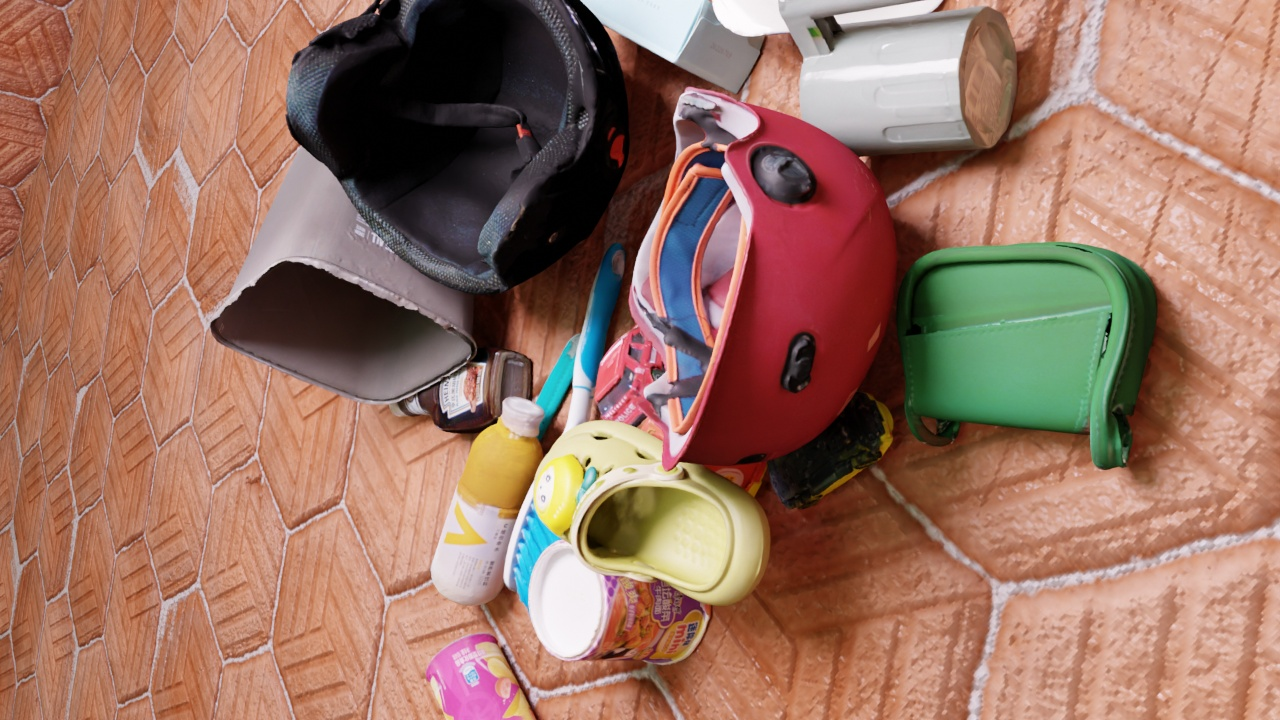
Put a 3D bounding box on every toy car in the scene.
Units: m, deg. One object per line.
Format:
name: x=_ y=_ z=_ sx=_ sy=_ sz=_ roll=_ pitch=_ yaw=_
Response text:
toy car: x=0.124 y=0.059 z=0.599 sx=0.105 sy=0.032 sz=0.048 roll=-47 pitch=54 yaw=44
toy car: x=-0.004 y=0.004 z=0.689 sx=0.053 sy=0.045 sz=0.120 roll=-45 pitch=15 yaw=27

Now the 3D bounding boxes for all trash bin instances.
trash bin: x=-0.260 y=-0.106 z=0.875 sx=0.199 sy=0.199 sz=0.219 roll=-24 pitch=49 yaw=40

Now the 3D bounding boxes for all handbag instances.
handbag: x=0.208 y=-0.006 z=0.506 sx=0.131 sy=0.067 sz=0.120 roll=6 pitch=95 yaw=44

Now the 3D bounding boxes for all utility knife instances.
utility knife: x=-0.098 y=0.066 z=0.829 sx=0.029 sy=0.013 sz=0.222 roll=46 pitch=116 yaw=39

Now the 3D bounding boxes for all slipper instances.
slipper: x=-0.008 y=0.092 z=0.578 sx=0.191 sy=0.081 sz=0.091 roll=17 pitch=94 yaw=41

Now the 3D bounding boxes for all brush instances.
brush: x=-0.047 y=0.064 z=0.756 sx=0.109 sy=0.060 sz=0.315 roll=32 pitch=104 yaw=46

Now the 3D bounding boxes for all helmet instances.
helmet: x=0.080 y=-0.039 z=0.552 sx=0.239 sy=0.144 sz=0.207 roll=-95 pitch=16 yaw=-45
helmet: x=-0.119 y=-0.190 z=0.729 sx=0.233 sy=0.229 sz=0.275 roll=34 pitch=119 yaw=11

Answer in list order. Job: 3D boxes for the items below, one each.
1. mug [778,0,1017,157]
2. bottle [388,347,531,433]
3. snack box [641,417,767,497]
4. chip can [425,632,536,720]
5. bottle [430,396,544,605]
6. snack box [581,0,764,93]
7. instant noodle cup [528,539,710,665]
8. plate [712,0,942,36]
mug: x=0.152 y=-0.177 z=0.545 sx=0.103 sy=0.124 sz=0.083 roll=10 pitch=65 yaw=43
bottle: x=-0.183 y=0.032 z=0.898 sx=0.195 sy=0.044 sz=0.079 roll=-7 pitch=75 yaw=45
snack box: x=0.032 y=0.081 z=0.652 sx=0.082 sy=0.080 sz=0.091 roll=39 pitch=111 yaw=41
chip can: x=-0.108 y=0.331 z=0.760 sx=0.210 sy=0.071 sz=0.071 roll=51 pitch=118 yaw=36
bottle: x=-0.130 y=0.124 z=0.808 sx=0.068 sy=0.067 sz=0.190 roll=36 pitch=112 yaw=42
snack box: x=0.013 y=-0.273 z=0.726 sx=0.175 sy=0.074 sz=0.052 roll=44 pitch=115 yaw=39
instant noodle cup: x=-0.021 y=0.173 z=0.679 sx=0.112 sy=0.099 sz=0.111 roll=-11 pitch=75 yaw=44
plate: x=0.125 y=-0.302 z=0.607 sx=0.164 sy=0.034 sz=0.164 roll=3 pitch=86 yaw=21
